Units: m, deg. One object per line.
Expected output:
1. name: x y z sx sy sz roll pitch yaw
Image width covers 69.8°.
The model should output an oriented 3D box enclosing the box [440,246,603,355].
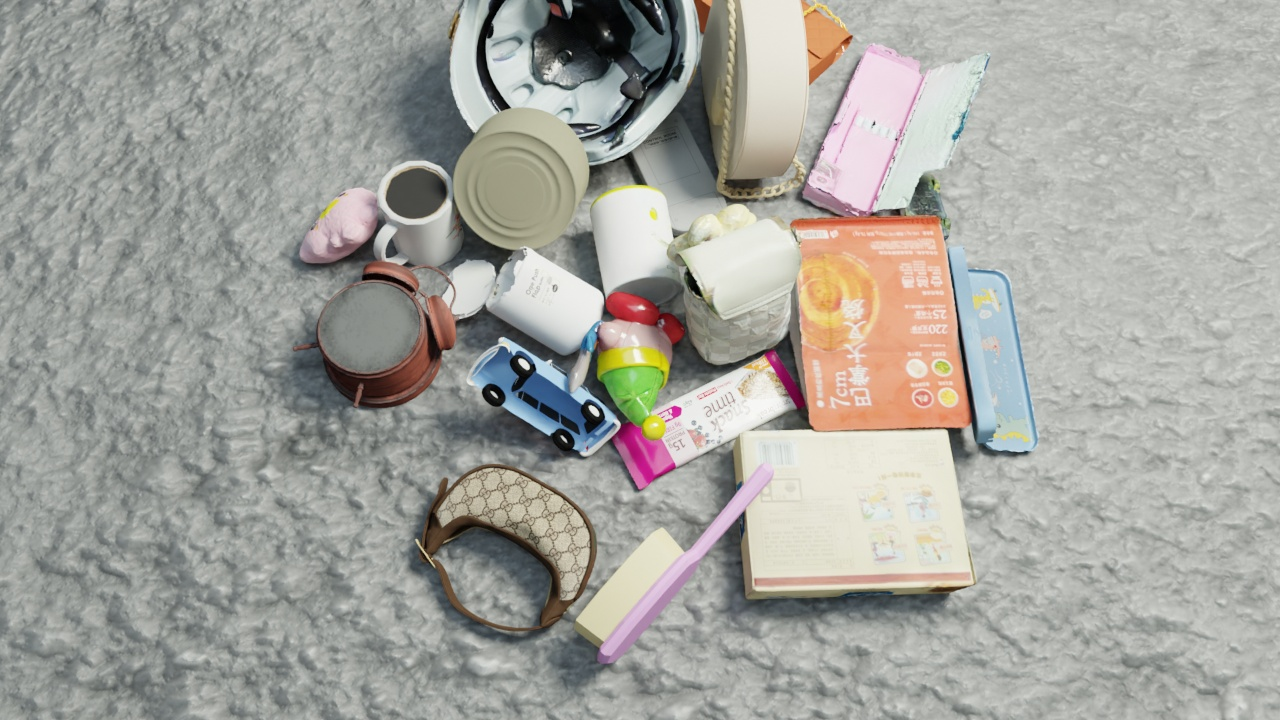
1. box: -0.124 -0.060 0.937 0.136 0.144 0.083 32 70 -23

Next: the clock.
1. clock: -0.250 -0.031 0.910 0.120 0.072 0.157 40 72 12

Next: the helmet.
1. helmet: -0.073 -0.333 0.987 0.264 0.163 0.236 -40 104 8

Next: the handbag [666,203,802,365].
1. handbag: 0.088 -0.075 0.900 0.112 0.172 0.123 -25 64 -6

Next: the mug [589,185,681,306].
1. mug: -0.005 -0.116 0.955 0.082 0.083 0.106 -8 69 -7

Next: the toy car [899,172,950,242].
1. toy car: 0.313 -0.168 1.024 0.048 0.033 0.105 1 54 -1

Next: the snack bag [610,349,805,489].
1. snack bag: 0.069 0.057 0.926 0.196 0.016 0.070 -25 73 -13

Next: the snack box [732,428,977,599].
1. snack box: 0.199 0.145 0.877 0.207 0.055 0.153 -1 67 -4

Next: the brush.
1. brush: 0.032 0.171 0.823 0.043 0.089 0.228 40 83 17

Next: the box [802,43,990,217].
1. box: 0.292 -0.259 1.044 0.159 0.066 0.230 14 65 28

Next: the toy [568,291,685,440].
1. toy: -0.005 0.005 0.890 0.097 0.124 0.131 10 74 39

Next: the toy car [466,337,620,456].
1. toy car: -0.091 0.033 0.875 0.153 0.056 0.054 36 25 -24

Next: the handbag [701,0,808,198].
1. handbag: 0.124 -0.300 0.967 0.103 0.211 0.208 -4 78 -5

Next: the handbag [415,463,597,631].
1. handbag: -0.126 0.172 0.846 0.166 0.063 0.138 29 79 7

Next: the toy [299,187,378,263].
1. toy: -0.306 -0.139 0.951 0.050 0.093 0.102 45 71 -30

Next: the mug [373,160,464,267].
1. mug: -0.234 -0.139 0.945 0.073 0.090 0.105 34 70 10

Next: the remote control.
1. remote control: 0.039 -0.207 1.029 0.074 0.019 0.151 -20 70 -11

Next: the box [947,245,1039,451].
1. box: 0.355 -0.010 0.952 0.120 0.049 0.209 20 60 -41

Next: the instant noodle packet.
1. instant noodle packet: 0.237 -0.034 0.926 0.164 0.084 0.220 -1 62 -5

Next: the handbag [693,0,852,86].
1. handbag: 0.158 -0.410 1.100 0.172 0.060 0.108 40 67 12

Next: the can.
1. can: -0.120 -0.182 0.925 0.128 0.128 0.073 9 31 0
